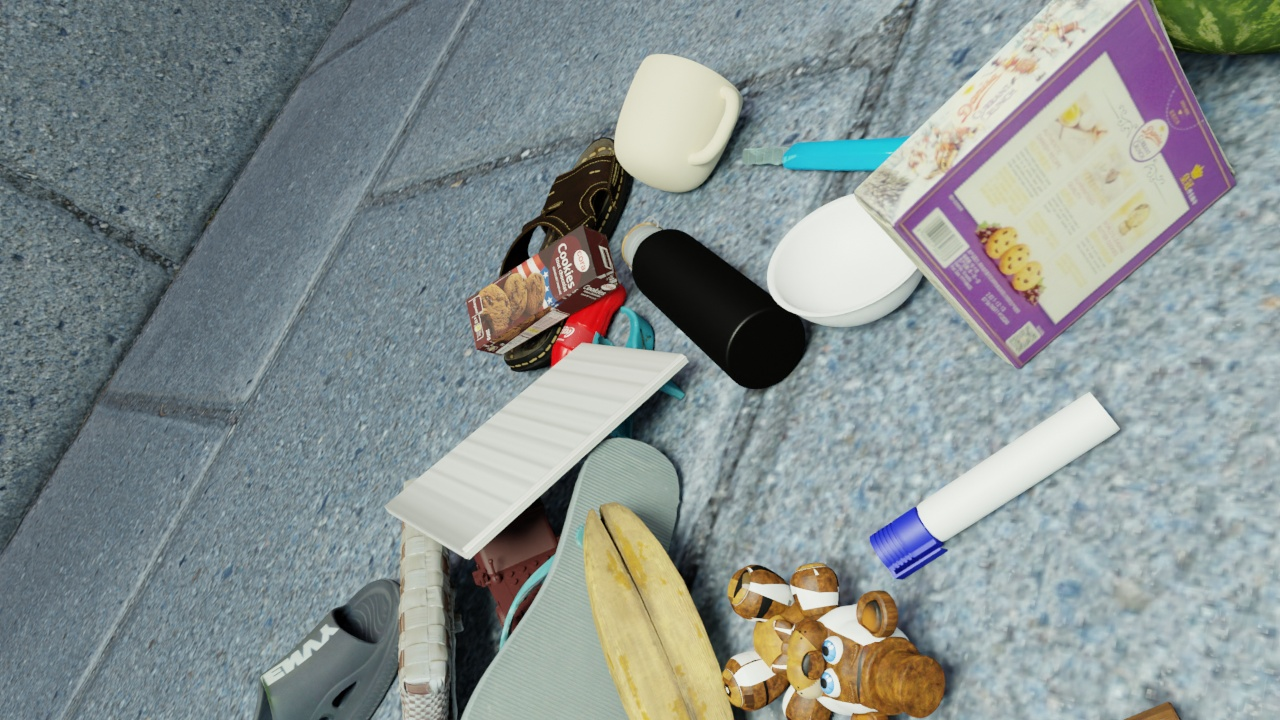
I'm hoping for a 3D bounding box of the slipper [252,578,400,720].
[{"bbox_3d":[-0.296,0.296,0.777,0.268,0.083,0.111,-59,33,-5],"label":"slipper"}]

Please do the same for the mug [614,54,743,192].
[{"bbox_3d":[0.035,-0.200,0.804,0.120,0.096,0.099,22,88,50],"label":"mug"}]

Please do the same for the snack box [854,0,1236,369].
[{"bbox_3d":[0.207,-0.087,0.464,0.148,0.143,0.040,-44,36,13],"label":"snack box"}]

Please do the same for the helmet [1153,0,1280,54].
[{"bbox_3d":[0.307,-0.267,0.425,0.213,0.243,0.247,-75,1,-74],"label":"helmet"}]

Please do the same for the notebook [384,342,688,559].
[{"bbox_3d":[-0.078,0.055,0.674,0.209,0.009,0.143,-41,26,-25],"label":"notebook"}]

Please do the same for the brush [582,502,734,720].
[{"bbox_3d":[0.009,0.169,0.530,0.059,0.043,0.195,-14,52,-15],"label":"brush"}]

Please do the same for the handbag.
[{"bbox_3d":[-0.157,0.192,0.691,0.185,0.047,0.124,-105,17,-48],"label":"handbag"}]

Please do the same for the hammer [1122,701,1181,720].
[{"bbox_3d":[0.081,0.221,0.412,0.324,0.033,0.115,-29,67,20],"label":"hammer"}]

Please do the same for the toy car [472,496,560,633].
[{"bbox_3d":[-0.095,0.133,0.679,0.070,0.062,0.170,-21,30,-18],"label":"toy car"}]

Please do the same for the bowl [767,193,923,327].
[{"bbox_3d":[0.142,-0.058,0.600,0.110,0.040,0.109,-22,41,21],"label":"bowl"}]

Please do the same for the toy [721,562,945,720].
[{"bbox_3d":[0.096,0.149,0.462,0.113,0.067,0.087,-2,83,63],"label":"toy"}]

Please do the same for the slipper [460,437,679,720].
[{"bbox_3d":[-0.038,0.175,0.590,0.268,0.098,0.055,-66,5,-32],"label":"slipper"}]

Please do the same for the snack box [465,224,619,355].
[{"bbox_3d":[-0.087,-0.058,0.796,0.141,0.031,0.051,-28,66,29],"label":"snack box"}]

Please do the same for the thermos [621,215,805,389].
[{"bbox_3d":[0.040,-0.057,0.705,0.061,0.061,0.231,-50,35,5],"label":"thermos"}]

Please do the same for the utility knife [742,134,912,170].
[{"bbox_3d":[0.148,-0.159,0.706,0.206,0.015,0.031,16,72,50],"label":"utility knife"}]

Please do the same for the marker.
[{"bbox_3d":[0.180,0.066,0.471,0.133,0.023,0.027,-39,58,19],"label":"marker"}]

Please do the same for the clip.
[{"bbox_3d":[-0.019,0.016,0.746,0.114,0.028,0.126,-33,40,24],"label":"clip"}]

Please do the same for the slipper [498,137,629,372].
[{"bbox_3d":[-0.082,-0.113,0.881,0.113,0.075,0.267,-10,53,44],"label":"slipper"}]

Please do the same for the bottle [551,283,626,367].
[{"bbox_3d":[-0.053,-0.017,0.801,0.036,0.036,0.119,11,70,53],"label":"bottle"}]
